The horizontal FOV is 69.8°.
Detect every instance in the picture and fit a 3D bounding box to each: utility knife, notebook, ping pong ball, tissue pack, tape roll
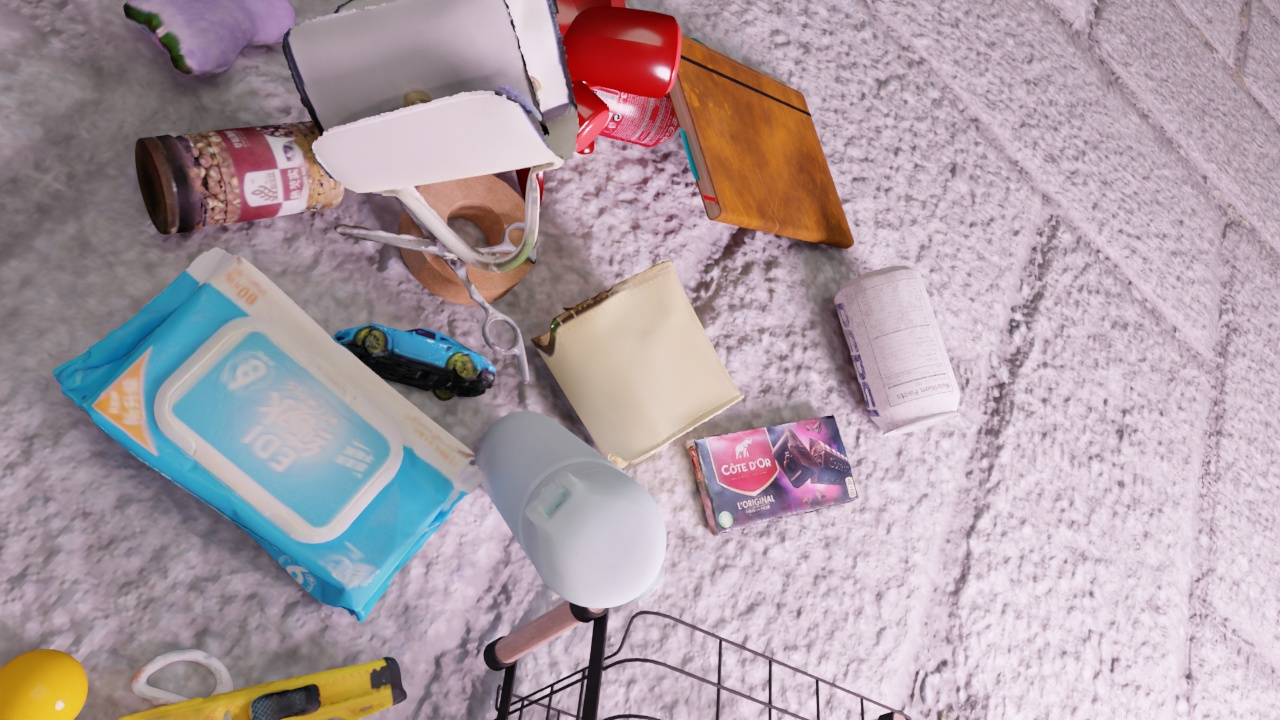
[{"bbox_3d":[-0.205,0.184,0.471,0.175,0.017,0.030,-4,62,-33],"label":"utility knife"},{"bbox_3d":[0.098,-0.190,0.785,0.248,0.014,0.178,0,71,-52],"label":"notebook"},{"bbox_3d":[-0.282,0.156,0.430,0.040,0.040,0.040,13,65,-29],"label":"ping pong ball"},{"bbox_3d":[-0.198,0.038,0.507,0.209,0.066,0.116,42,70,-10],"label":"tissue pack"},{"bbox_3d":[-0.120,-0.087,0.641,0.094,0.027,0.093,13,65,-29],"label":"tape roll"}]

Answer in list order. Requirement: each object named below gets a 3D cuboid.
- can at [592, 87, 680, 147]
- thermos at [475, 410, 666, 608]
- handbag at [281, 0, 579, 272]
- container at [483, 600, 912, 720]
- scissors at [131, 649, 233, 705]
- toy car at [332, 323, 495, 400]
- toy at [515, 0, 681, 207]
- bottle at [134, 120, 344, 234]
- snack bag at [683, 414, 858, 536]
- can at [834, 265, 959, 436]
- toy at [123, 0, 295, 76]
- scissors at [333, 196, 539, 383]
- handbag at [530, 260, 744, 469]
[{"bbox_3d":[-0.019,-0.210,0.734,0.104,0.064,0.064,7,68,-31],"label":"can"},{"bbox_3d":[-0.045,0.075,0.510,0.065,0.207,0.078,-46,108,-9],"label":"thermos"},{"bbox_3d":[-0.111,-0.126,0.540,0.073,0.151,0.176,-62,143,-51],"label":"handbag"},{"bbox_3d":[0.031,0.240,0.510,0.241,0.163,0.130,29,45,-23],"label":"container"},{"bbox_3d":[-0.205,0.189,0.486,0.131,0.013,0.073,15,64,-27],"label":"scissors"},{"bbox_3d":[-0.143,-0.002,0.579,0.105,0.048,0.032,15,64,-27],"label":"toy car"},{"bbox_3d":[-0.063,-0.207,0.619,0.120,0.198,0.158,-21,83,-28],"label":"toy"},{"bbox_3d":[-0.240,-0.112,0.555,0.105,0.056,0.056,-18,82,-37],"label":"bottle"},{"bbox_3d":[0.108,0.088,0.727,0.155,0.018,0.074,-7,76,-33],"label":"snack bag"},{"bbox_3d":[0.225,-0.008,0.803,0.078,0.078,0.136,-5,74,-34],"label":"can"},{"bbox_3d":[-0.277,-0.223,0.590,0.080,0.037,0.099,43,48,1],"label":"toy"},{"bbox_3d":[-0.119,-0.058,0.601,0.141,0.014,0.171,-15,75,-38],"label":"scissors"},{"bbox_3d":[-0.004,0.004,0.652,0.111,0.081,0.119,-29,90,-30],"label":"handbag"}]
